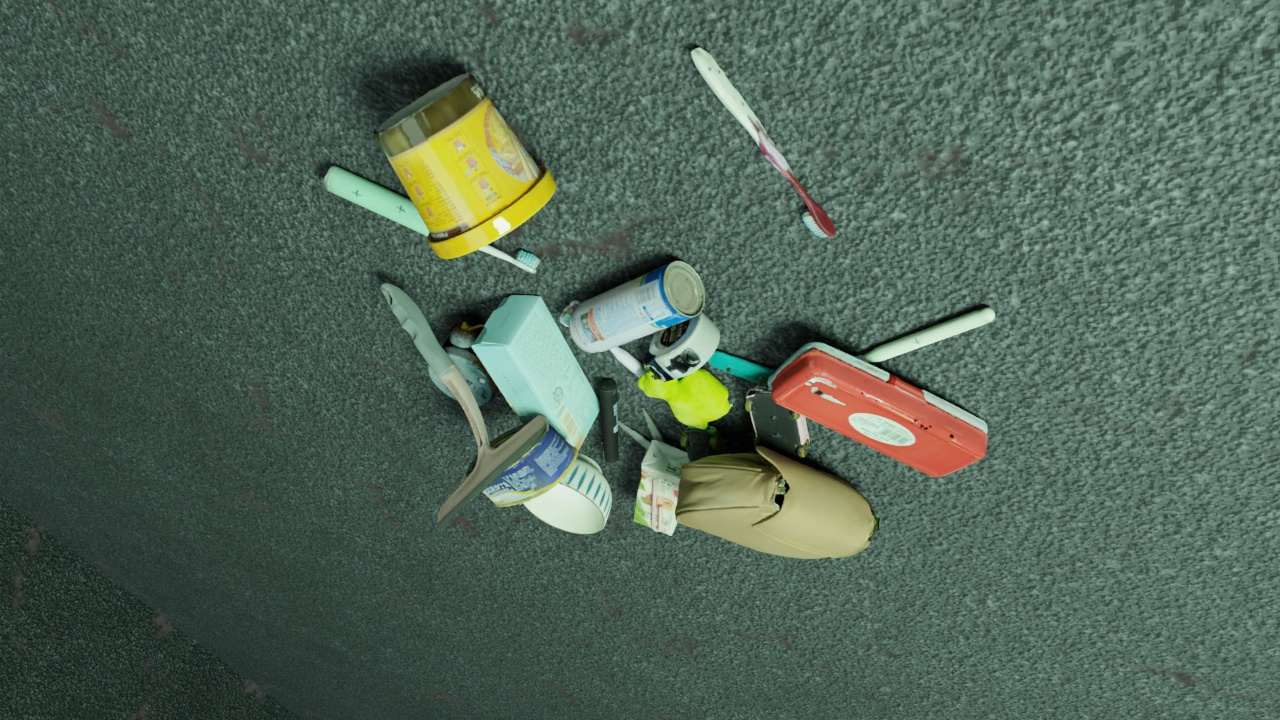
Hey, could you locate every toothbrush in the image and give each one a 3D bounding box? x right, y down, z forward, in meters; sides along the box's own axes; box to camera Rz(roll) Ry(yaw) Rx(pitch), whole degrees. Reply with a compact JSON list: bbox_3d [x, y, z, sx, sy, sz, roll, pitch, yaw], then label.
[{"bbox_3d":[0.224,-0.008,0.802,0.029,0.020,0.190,1,161,-41],"label":"toothbrush"},{"bbox_3d":[-0.203,-0.133,0.890,0.224,0.027,0.026,25,178,2],"label":"toothbrush"},{"bbox_3d":[-0.006,0.006,0.948,0.189,0.029,0.021,40,-179,-20],"label":"toothbrush"},{"bbox_3d":[0.094,-0.161,0.699,0.017,0.016,0.187,-9,132,50],"label":"toothbrush"}]

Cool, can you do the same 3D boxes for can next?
[{"bbox_3d":[-0.006,-0.047,0.857,0.135,0.053,0.053,-20,124,43],"label":"can"},{"bbox_3d":[-0.128,0.110,0.971,0.049,0.074,0.148,45,144,-17],"label":"can"}]

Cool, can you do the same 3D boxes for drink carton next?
[{"bbox_3d":[0.025,0.150,1.058,0.053,0.045,0.123,20,139,11],"label":"drink carton"}]

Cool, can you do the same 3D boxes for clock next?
[{"bbox_3d":[-0.183,0.000,1.012,0.082,0.055,0.122,35,141,-10],"label":"clock"}]

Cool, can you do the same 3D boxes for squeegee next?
[{"bbox_3d":[-0.203,0.021,0.959,0.248,0.040,0.249,-41,75,43],"label":"squeegee"}]

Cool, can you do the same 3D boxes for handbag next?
[{"bbox_3d":[0.139,0.145,0.942,0.204,0.099,0.148,24,156,-39],"label":"handbag"}]

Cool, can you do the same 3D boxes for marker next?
[{"bbox_3d":[-0.036,0.070,1.034,0.022,0.020,0.132,3,137,3],"label":"marker"}]

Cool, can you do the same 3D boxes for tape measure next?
[{"bbox_3d":[0.040,-0.016,0.857,0.066,0.065,0.033,-17,130,44],"label":"tape measure"}]

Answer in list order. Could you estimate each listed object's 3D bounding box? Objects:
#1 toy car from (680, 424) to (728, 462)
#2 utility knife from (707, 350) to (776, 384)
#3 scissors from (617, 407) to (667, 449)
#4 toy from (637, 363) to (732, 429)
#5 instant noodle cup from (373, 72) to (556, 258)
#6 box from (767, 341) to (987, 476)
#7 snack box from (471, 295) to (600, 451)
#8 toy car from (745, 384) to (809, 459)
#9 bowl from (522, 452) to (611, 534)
[{"bbox_3d":[0.075,0.102,1.000,0.043,0.036,0.091,4,139,27],"label":"toy car"},{"bbox_3d":[0.120,0.017,0.894,0.187,0.013,0.029,21,142,7],"label":"utility knife"},{"bbox_3d":[0.036,0.120,1.064,0.159,0.014,0.178,17,140,12],"label":"scissors"},{"bbox_3d":[0.047,0.030,0.931,0.100,0.031,0.097,16,136,1],"label":"toy"},{"bbox_3d":[-0.149,-0.163,0.758,0.119,0.118,0.114,-11,123,38],"label":"instant noodle cup"},{"bbox_3d":[0.215,0.045,0.836,0.201,0.046,0.087,24,145,-15],"label":"box"},{"bbox_3d":[-0.106,0.018,0.974,0.052,0.074,0.175,1,136,30],"label":"snack box"},{"bbox_3d":[0.138,0.059,0.909,0.056,0.037,0.122,7,147,21],"label":"toy car"},{"bbox_3d":[-0.086,0.155,1.130,0.116,0.066,0.117,16,143,13],"label":"bowl"}]
